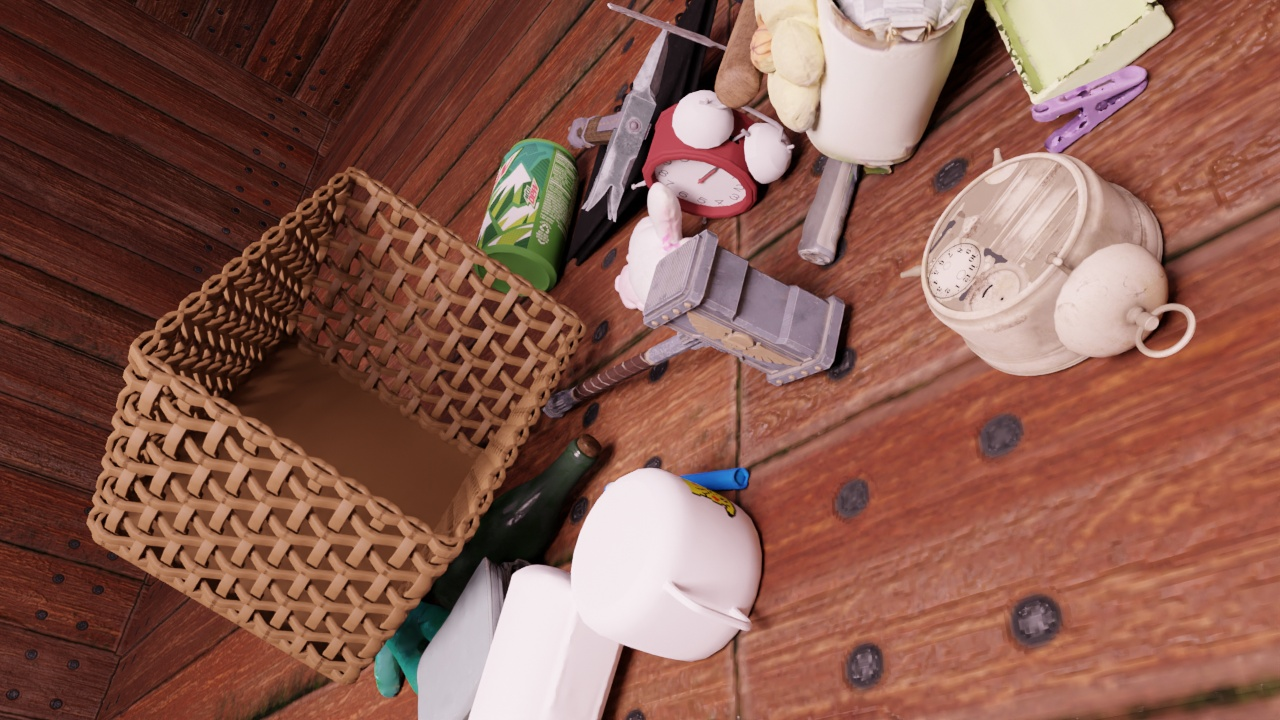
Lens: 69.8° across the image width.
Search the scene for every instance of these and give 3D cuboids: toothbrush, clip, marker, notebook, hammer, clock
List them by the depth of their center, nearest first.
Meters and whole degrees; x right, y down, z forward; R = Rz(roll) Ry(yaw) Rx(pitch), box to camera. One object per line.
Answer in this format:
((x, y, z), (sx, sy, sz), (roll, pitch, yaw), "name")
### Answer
((0.170, -0.038, 0.381), (0.093, 0.054, 0.140), (-55, 26, 13), "clock")
((0.208, -0.115, 0.429), (0.051, 0.045, 0.014), (-9, 45, 3), "clip")
((0.136, -0.145, 0.569), (0.024, 0.022, 0.185), (14, 74, 27), "toothbrush")
((0.017, 0.078, 0.580), (0.142, 0.013, 0.013), (-16, 52, 54), "marker")
((-0.003, 0.003, 0.623), (0.323, 0.098, 0.044), (-27, 43, 60), "hammer")
((0.050, -0.142, 0.637), (0.125, 0.087, 0.044), (-27, 44, 63), "clock")
((0.088, -0.265, 0.666), (0.130, 0.040, 0.320), (-42, 20, 38), "hammer")
((0.038, -0.243, 0.676), (0.010, 0.181, 0.010), (-42, 68, 33), "toothbrush")
((-0.001, -0.202, 0.801), (0.232, 0.019, 0.168), (-39, 33, 59), "notebook")
((-0.033, -0.208, 0.811), (0.317, 0.028, 0.147), (-131, 61, -73), "hammer")

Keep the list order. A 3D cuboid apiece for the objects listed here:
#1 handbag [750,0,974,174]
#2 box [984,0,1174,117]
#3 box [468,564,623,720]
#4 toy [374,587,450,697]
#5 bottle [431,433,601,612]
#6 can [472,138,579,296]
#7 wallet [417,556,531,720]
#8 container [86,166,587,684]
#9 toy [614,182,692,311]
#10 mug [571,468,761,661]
((0.124, -0.210, 0.523), (0.113, 0.123, 0.171), (75, -156, -65), "handbag")
((0.217, -0.226, 0.465), (0.134, 0.061, 0.187), (90, -179, -47), "box")
((-0.057, 0.202, 0.527), (0.092, 0.081, 0.159), (-1, 66, 50), "box")
((-0.212, 0.218, 0.789), (0.194, 0.072, 0.130), (16, 79, 52), "toy")
((-0.087, 0.118, 0.675), (0.174, 0.055, 0.055), (-49, 31, 22), "bottle")
((-0.111, -0.143, 0.912), (0.083, 0.083, 0.143), (-28, 43, 47), "can")
((-0.113, 0.212, 0.638), (0.132, 0.054, 0.100), (-52, 28, 24), "wallet")
((-0.216, 0.047, 0.680), (0.215, 0.219, 0.250), (-50, 10, 39), "container")
((0.012, -0.073, 0.680), (0.126, 0.037, 0.076), (128, 127, -61), "toy")
((0.016, 0.113, 0.491), (0.094, 0.068, 0.116), (-63, 28, -1), "mug")
